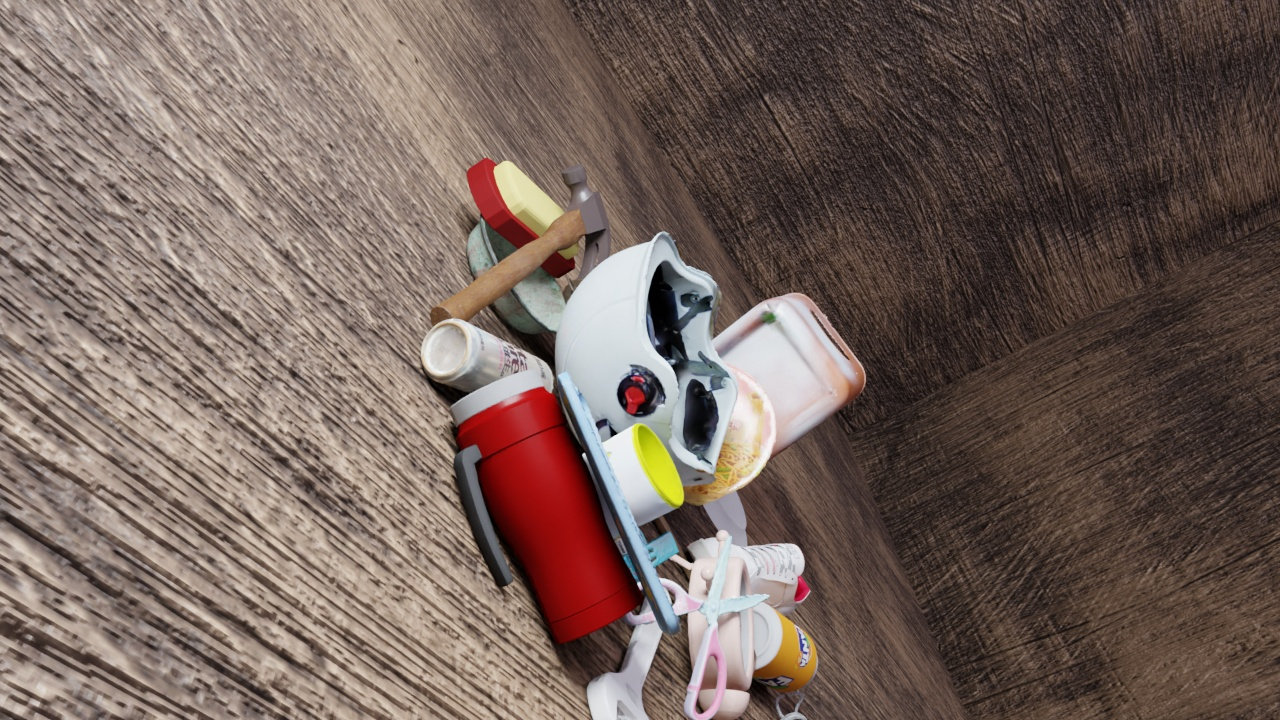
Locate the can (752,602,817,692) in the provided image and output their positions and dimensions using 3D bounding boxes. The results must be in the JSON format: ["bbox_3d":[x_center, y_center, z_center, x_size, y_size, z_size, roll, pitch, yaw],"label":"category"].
[{"bbox_3d":[0.152,0.337,1.072,0.142,0.079,0.079,45,21,-48],"label":"can"}]

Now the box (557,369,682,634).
[{"bbox_3d":[-0.019,0.112,0.712,0.125,0.021,0.209,79,-14,-78],"label":"box"}]

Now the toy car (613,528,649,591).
[{"bbox_3d":[-0.015,0.175,0.912,0.107,0.027,0.060,65,15,16],"label":"toy car"}]

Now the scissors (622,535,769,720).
[{"bbox_3d":[0.049,0.233,0.833,0.173,0.014,0.170,30,64,-26],"label":"scissors"}]

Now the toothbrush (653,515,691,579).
[{"bbox_3d":[0.049,0.229,1.058,0.167,0.016,0.016,60,13,-1],"label":"toothbrush"}]

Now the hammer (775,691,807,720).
[{"bbox_3d":[0.203,0.455,0.956,0.079,0.177,0.326,56,-4,-19],"label":"hammer"}]

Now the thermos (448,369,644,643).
[{"bbox_3d":[-0.082,0.115,0.708,0.107,0.084,0.198,-21,83,-43],"label":"thermos"}]

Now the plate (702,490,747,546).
[{"bbox_3d":[0.118,0.195,1.364,0.188,0.016,0.188,55,15,-23],"label":"plate"}]

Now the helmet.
[{"bbox_3d":[-0.006,0.006,0.959,0.235,0.164,0.264,-70,146,-55],"label":"helmet"}]

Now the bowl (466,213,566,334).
[{"bbox_3d":[-0.136,-0.088,0.981,0.157,0.039,0.157,55,15,-23],"label":"bowl"}]

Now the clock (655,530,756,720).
[{"bbox_3d":[0.073,0.270,0.936,0.131,0.086,0.160,-31,109,-76],"label":"clock"}]

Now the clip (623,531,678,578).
[{"bbox_3d":[-0.029,0.193,0.812,0.027,0.104,0.120,59,21,9],"label":"clip"}]

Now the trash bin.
[{"bbox_3d":[0.159,0.042,1.269,0.181,0.260,0.157,55,19,9],"label":"trash bin"}]

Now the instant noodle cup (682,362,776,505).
[{"bbox_3d":[0.081,0.096,1.150,0.078,0.178,0.178,68,0,-66],"label":"instant noodle cup"}]

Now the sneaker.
[{"bbox_3d":[0.146,0.256,1.131,0.236,0.104,0.090,46,10,-48],"label":"sneaker"}]

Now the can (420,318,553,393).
[{"bbox_3d":[-0.129,0.007,0.787,0.135,0.054,0.054,31,33,-63],"label":"can"}]

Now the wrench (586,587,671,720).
[{"bbox_3d":[0.000,0.261,0.823,0.066,0.018,0.273,60,13,-3],"label":"wrench"}]

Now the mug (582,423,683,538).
[{"bbox_3d":[-0.027,0.116,0.824,0.082,0.106,0.082,55,16,-24],"label":"mug"}]

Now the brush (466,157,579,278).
[{"bbox_3d":[-0.120,-0.156,0.999,0.173,0.042,0.082,37,27,-58],"label":"brush"}]

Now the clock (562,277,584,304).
[{"bbox_3d":[-0.068,-0.066,1.150,0.093,0.054,0.141,67,8,26],"label":"clock"}]

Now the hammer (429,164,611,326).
[{"bbox_3d":[-0.108,-0.100,0.903,0.321,0.033,0.115,-50,128,-56],"label":"hammer"}]
